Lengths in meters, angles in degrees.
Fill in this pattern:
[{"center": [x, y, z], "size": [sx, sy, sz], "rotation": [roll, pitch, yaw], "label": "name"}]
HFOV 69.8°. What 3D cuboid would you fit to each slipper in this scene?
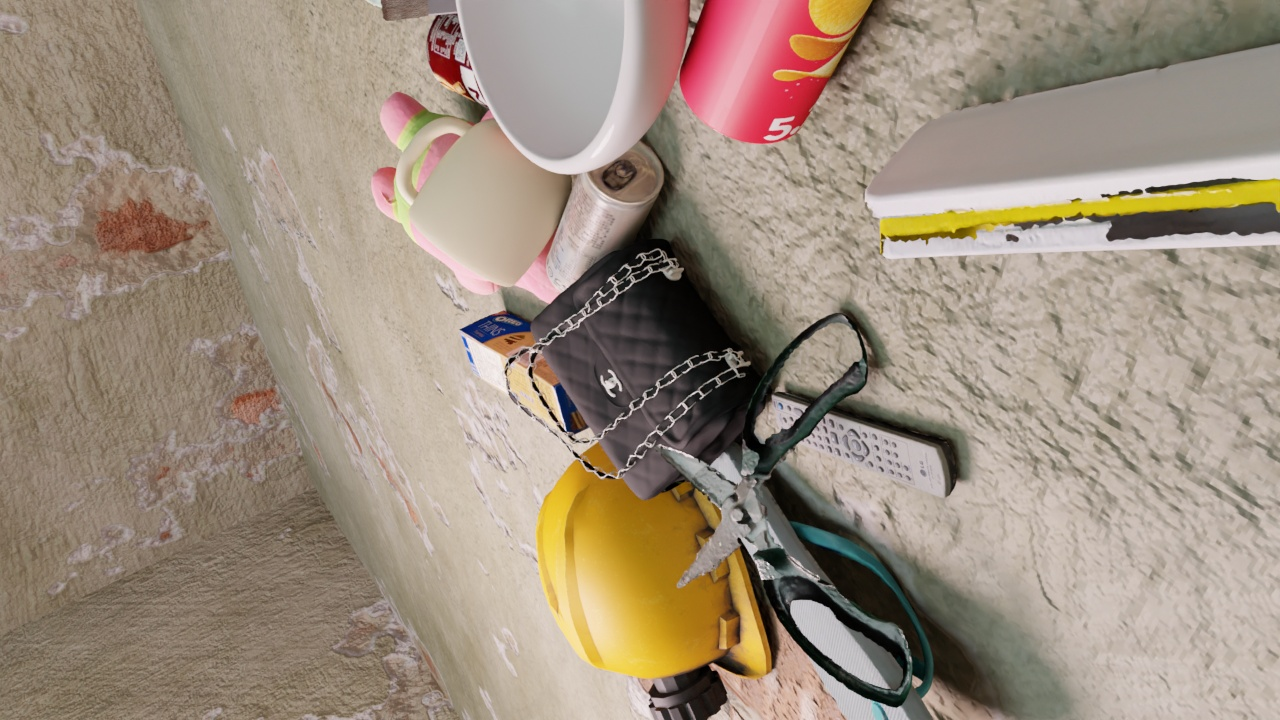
[{"center": [0.127, 0.157, 0.602], "size": [0.098, 0.054, 0.268], "rotation": [88, 156, -43], "label": "slipper"}]

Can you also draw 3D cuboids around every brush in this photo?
[{"center": [-0.082, -0.223, 0.524], "size": [0.008, 0.142, 0.045], "rotation": [26, 127, 49], "label": "brush"}]

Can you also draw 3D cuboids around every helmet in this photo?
[{"center": [-0.012, 0.186, 0.776], "size": [0.206, 0.131, 0.255], "rotation": [-20, 95, 64], "label": "helmet"}]

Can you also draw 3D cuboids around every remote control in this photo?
[{"center": [0.125, 0.046, 0.532], "size": [0.137, 0.013, 0.033], "rotation": [17, 128, 56], "label": "remote control"}]

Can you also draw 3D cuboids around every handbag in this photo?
[{"center": [-0.004, 0.004, 0.610], "size": [0.125, 0.114, 0.153], "rotation": [-45, 69, 37], "label": "handbag"}]

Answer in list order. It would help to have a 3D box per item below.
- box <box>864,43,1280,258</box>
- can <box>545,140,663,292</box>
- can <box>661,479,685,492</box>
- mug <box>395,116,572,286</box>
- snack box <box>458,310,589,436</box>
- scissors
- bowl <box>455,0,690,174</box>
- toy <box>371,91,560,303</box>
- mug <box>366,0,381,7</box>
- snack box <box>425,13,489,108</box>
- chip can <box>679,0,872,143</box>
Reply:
[{"center": [0.167, -0.060, 0.308], "size": [0.210, 0.067, 0.070], "rotation": [8, 122, 60], "label": "box"}, {"center": [-0.028, -0.095, 0.642], "size": [0.054, 0.054, 0.136], "rotation": [58, 153, 13], "label": "can"}, {"center": [-0.004, 0.033, 0.709], "size": [0.137, 0.053, 0.054], "rotation": [56, 153, 15], "label": "can"}, {"center": [-0.111, -0.128, 0.664], "size": [0.120, 0.100, 0.096], "rotation": [34, -167, -18], "label": "mug"}, {"center": [-0.100, 0.007, 0.859], "size": [0.207, 0.057, 0.056], "rotation": [26, 136, 53], "label": "snack box"}, {"center": [0.097, 0.080, 0.519], "size": [0.202, 0.015, 0.204], "rotation": [38, 113, 24], "label": "scissors"}, {"center": [-0.027, -0.186, 0.455], "size": [0.177, 0.066, 0.177], "rotation": [35, 134, 45], "label": "bowl"}, {"center": [-0.130, -0.123, 0.772], "size": [0.237, 0.096, 0.193], "rotation": [38, 136, 18], "label": "toy"}, {"center": [-0.161, -0.304, 0.646], "size": [0.111, 0.084, 0.104], "rotation": [-90, 11, -51], "label": "mug"}, {"center": [-0.093, -0.207, 0.640], "size": [0.121, 0.072, 0.072], "rotation": [36, 142, 44], "label": "snack box"}, {"center": [0.077, -0.183, 0.357], "size": [0.069, 0.069, 0.221], "rotation": [56, 153, 17], "label": "chip can"}]
